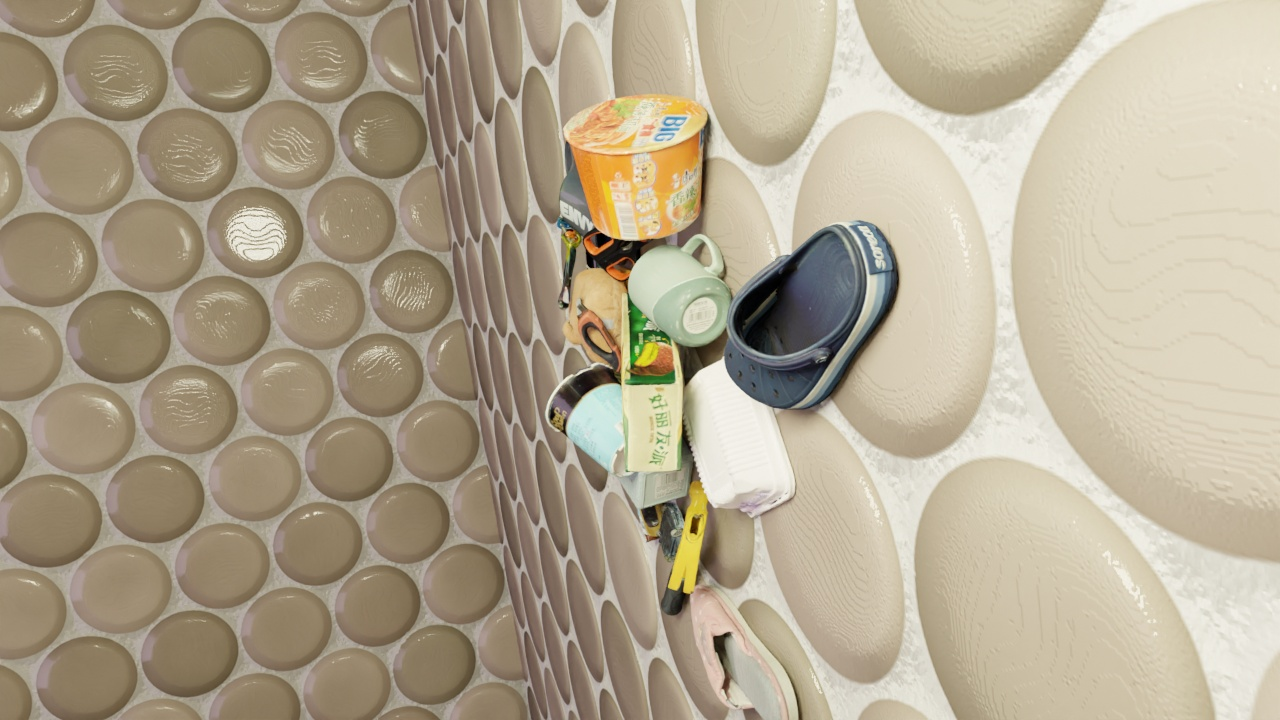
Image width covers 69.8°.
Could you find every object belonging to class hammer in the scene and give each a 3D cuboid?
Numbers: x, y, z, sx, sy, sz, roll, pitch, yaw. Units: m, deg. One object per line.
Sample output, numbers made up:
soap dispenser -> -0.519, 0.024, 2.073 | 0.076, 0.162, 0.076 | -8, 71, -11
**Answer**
hammer -> 0.055, 0.278, 1.216 | 0.301, 0.033, 0.128 | 97, -173, -57

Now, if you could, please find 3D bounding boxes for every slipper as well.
slipper -> 0.126, -0.026, 0.780 | 0.253, 0.095, 0.105 | 124, 135, -61
slipper -> 0.108, 0.360, 1.114 | 0.274, 0.054, 0.114 | -145, 46, -66
slipper -> -0.082, -0.226, 1.308 | 0.111, 0.083, 0.268 | 94, 158, -43

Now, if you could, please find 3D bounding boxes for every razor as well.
razor -> 0.003, 0.171, 1.325 | 0.067, 0.062, 0.167 | -14, -90, -75
razor -> -0.103, -0.138, 1.310 | 0.022, 0.042, 0.142 | -21, 58, 48

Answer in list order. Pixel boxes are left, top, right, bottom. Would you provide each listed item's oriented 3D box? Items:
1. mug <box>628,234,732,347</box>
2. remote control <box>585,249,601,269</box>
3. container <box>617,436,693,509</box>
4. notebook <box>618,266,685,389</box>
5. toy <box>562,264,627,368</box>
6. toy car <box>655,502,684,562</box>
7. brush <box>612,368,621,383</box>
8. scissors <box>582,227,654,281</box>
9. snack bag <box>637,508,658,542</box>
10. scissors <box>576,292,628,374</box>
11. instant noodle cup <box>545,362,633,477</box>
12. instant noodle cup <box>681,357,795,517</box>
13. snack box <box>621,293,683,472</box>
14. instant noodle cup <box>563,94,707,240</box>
mug -> 0.052, -0.081, 1.000 | 0.112, 0.082, 0.106 | -58, 36, 12
remote control -> -0.069, -0.154, 1.400 | 0.053, 0.024, 0.136 | -142, 44, -65
container -> 0.012, 0.129, 1.224 | 0.111, 0.090, 0.090 | -123, 28, -43
notebook -> 0.012, -0.044, 1.241 | 0.206, 0.010, 0.146 | -149, 51, -66
toy -> -0.069, -0.066, 1.329 | 0.226, 0.082, 0.143 | -161, 75, -73
toy car -> 0.046, 0.237, 1.269 | 0.106, 0.031, 0.049 | 97, 155, -48
brush -> -0.051, 0.058, 1.347 | 0.145, 0.063, 0.073 | -74, -6, -52
scissors -> 0.010, -0.147, 1.150 | 0.235, 0.021, 0.125 | 4, 136, 48
snack bag -> 0.011, 0.217, 1.370 | 0.048, 0.026, 0.104 | -28, 73, 47
scissors -> -0.023, 0.004, 1.229 | 0.198, 0.214, 0.015 | -47, 14, 36
instant noodle cup -> -0.041, 0.082, 1.151 | 0.120, 0.111, 0.111 | 43, 144, 32
instant noodle cup -> 0.095, 0.081, 0.989 | 0.138, 0.060, 0.173 | 125, 131, -65
snack box -> 0.009, 0.017, 1.052 | 0.239, 0.063, 0.115 | -94, 3, -63
instant noodle cup -> 0.000, -0.205, 0.984 | 0.151, 0.151, 0.111 | -125, 21, -51
